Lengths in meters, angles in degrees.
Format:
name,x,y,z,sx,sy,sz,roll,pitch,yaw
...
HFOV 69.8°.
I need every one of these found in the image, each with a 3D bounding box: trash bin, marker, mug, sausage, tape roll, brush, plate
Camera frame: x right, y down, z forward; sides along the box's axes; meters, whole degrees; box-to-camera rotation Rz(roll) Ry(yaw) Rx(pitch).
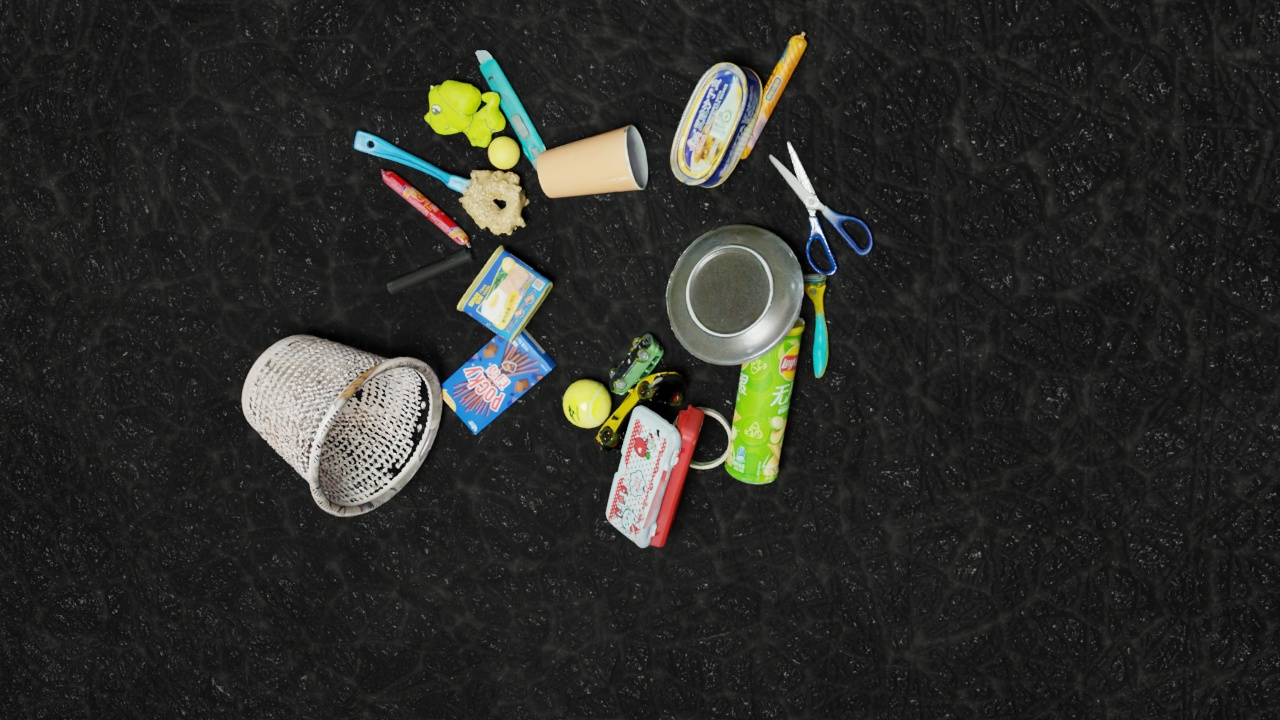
name,x,y,z,sx,sy,sz,roll,pitch,yaw
trash bin,-0.412,0.067,1.230,0.192,0.226,0.228,25,112,24
marker,-0.284,-0.120,1.239,0.132,0.022,0.020,-20,66,17
mug,-0.060,-0.240,1.129,0.123,0.078,0.078,-6,106,18
sausage,-0.283,-0.202,1.214,0.156,0.020,0.020,40,111,-3
tape roll,0.082,0.105,1.237,0.086,0.013,0.086,3,108,11
brush,-0.258,-0.239,1.191,0.255,0.045,0.083,25,115,7
plate,0.110,-0.083,1.122,0.180,0.024,0.179,-5,79,25
sausage,0.152,-0.310,1.087,0.021,0.021,0.165,29,110,2

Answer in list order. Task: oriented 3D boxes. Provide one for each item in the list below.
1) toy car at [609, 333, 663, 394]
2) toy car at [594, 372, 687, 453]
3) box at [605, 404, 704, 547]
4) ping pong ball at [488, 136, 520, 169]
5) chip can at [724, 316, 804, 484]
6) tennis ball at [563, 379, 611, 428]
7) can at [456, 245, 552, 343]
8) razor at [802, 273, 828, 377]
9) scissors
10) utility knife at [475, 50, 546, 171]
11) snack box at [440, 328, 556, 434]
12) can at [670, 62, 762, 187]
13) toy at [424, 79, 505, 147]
name,x,y,z,sx,sy,sz,roll,pitch,yaw
toy car,-0.007,0.007,1.209,0.036,0.043,0.091,36,104,-25
toy car,0.002,0.068,1.216,0.156,0.071,0.041,-52,49,26
box,0.011,0.148,1.209,0.099,0.095,0.202,18,121,6
ping pong ball,-0.172,-0.263,1.160,0.040,0.040,0.040,3,108,11
chip can,0.157,0.050,1.173,0.072,0.072,0.221,9,109,9
tennis ball,-0.071,0.058,1.227,0.065,0.065,0.065,3,108,11
can,-0.175,-0.084,1.196,0.083,0.057,0.102,35,86,-3
razor,0.222,-0.043,1.153,0.043,0.028,0.132,3,107,38
scissors,0.208,-0.179,1.122,0.171,0.012,0.141,27,110,4
utility knife,-0.162,-0.316,1.155,0.029,0.013,0.164,-26,100,18
snack box,-0.200,0.024,1.264,0.157,0.026,0.084,-40,95,20
can,0.089,-0.276,1.084,0.074,0.049,0.148,33,112,22
toy,-0.222,-0.315,1.159,0.097,0.031,0.100,-39,99,23
